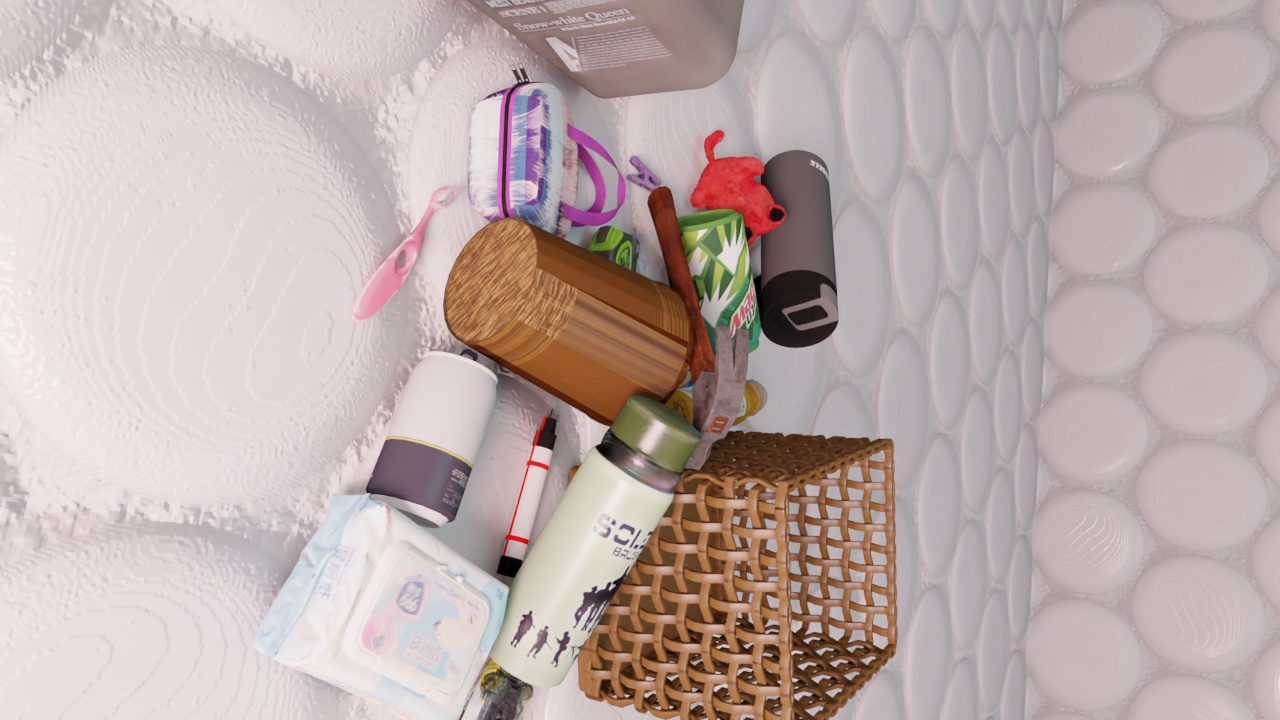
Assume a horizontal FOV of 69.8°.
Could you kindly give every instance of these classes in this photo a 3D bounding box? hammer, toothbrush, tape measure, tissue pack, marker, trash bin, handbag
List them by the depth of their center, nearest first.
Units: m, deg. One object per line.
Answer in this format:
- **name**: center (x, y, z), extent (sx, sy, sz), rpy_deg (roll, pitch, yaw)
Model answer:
- **tissue pack**: center (-0.163, 0.176, 0.624), extent (0.182, 0.070, 0.111), rpy_deg (51, 50, -44)
- **toothbrush**: center (-0.168, -0.079, 0.660), extent (0.021, 0.016, 0.134), rpy_deg (55, 47, -40)
- **trash bin**: center (-0.027, -0.332, 0.722), extent (0.220, 0.198, 0.197), rpy_deg (30, 67, -59)
- **marker**: center (-0.092, 0.109, 0.771), extent (0.019, 0.019, 0.145), rpy_deg (37, 61, -49)
- **handbag**: center (-0.066, -0.158, 0.776), extent (0.169, 0.068, 0.144), rpy_deg (4, 87, -62)
- **hammer**: center (0.040, -0.056, 0.822), extent (0.028, 0.111, 0.300), rpy_deg (9, 44, -20)
- **tape measure**: center (-0.029, -0.090, 0.847), extent (0.058, 0.036, 0.065), rpy_deg (35, 58, -60)

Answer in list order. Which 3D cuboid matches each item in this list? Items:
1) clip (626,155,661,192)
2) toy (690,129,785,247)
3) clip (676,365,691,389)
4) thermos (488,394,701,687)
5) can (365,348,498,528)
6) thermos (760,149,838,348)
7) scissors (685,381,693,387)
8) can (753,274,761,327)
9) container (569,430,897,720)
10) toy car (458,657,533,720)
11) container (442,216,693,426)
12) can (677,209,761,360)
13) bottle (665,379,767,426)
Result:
- **clip**: center (0.003, -0.187, 0.911), extent (0.052, 0.014, 0.041), rpy_deg (-10, 96, -52)
- **toy**: center (0.095, -0.185, 1.018), extent (0.094, 0.088, 0.133), rpy_deg (-166, -129, -89)
- **clip**: center (0.037, 0.007, 0.955), extent (0.060, 0.024, 0.039), rpy_deg (-43, 128, -59)
- **thermos**: center (-0.035, 0.137, 0.721), extent (0.082, 0.082, 0.231), rpy_deg (23, 99, -53)
- **can**: center (-0.145, 0.051, 0.654), extent (0.064, 0.064, 0.127), rpy_deg (41, 57, -48)
- **thermos**: center (0.178, -0.131, 1.045), extent (0.082, 0.082, 0.239), rpy_deg (52, 33, -42)
- **scissors**: center (0.054, 0.037, 0.989), extent (0.134, 0.015, 0.066), rpy_deg (-35, 123, -53)
- **can**: center (0.139, -0.069, 1.072), extent (0.137, 0.054, 0.054), rpy_deg (-32, 117, -50)
- **container**: center (0.096, 0.193, 0.872), extent (0.251, 0.215, 0.219), rpy_deg (-8, 97, -55)
- **toy car**: center (-0.121, 0.283, 0.719), extent (0.048, 0.033, 0.105), rpy_deg (48, 58, -47)
- **container**: center (-0.059, -0.033, 0.730), extent (0.167, 0.132, 0.132), rpy_deg (27, 68, -46)
- **can**: center (0.076, -0.078, 0.955), extent (0.082, 0.083, 0.144), rpy_deg (-35, 119, -50)
- **bottle**: center (0.078, 0.048, 0.968), extent (0.185, 0.053, 0.053), rpy_deg (-9, 98, -57)
